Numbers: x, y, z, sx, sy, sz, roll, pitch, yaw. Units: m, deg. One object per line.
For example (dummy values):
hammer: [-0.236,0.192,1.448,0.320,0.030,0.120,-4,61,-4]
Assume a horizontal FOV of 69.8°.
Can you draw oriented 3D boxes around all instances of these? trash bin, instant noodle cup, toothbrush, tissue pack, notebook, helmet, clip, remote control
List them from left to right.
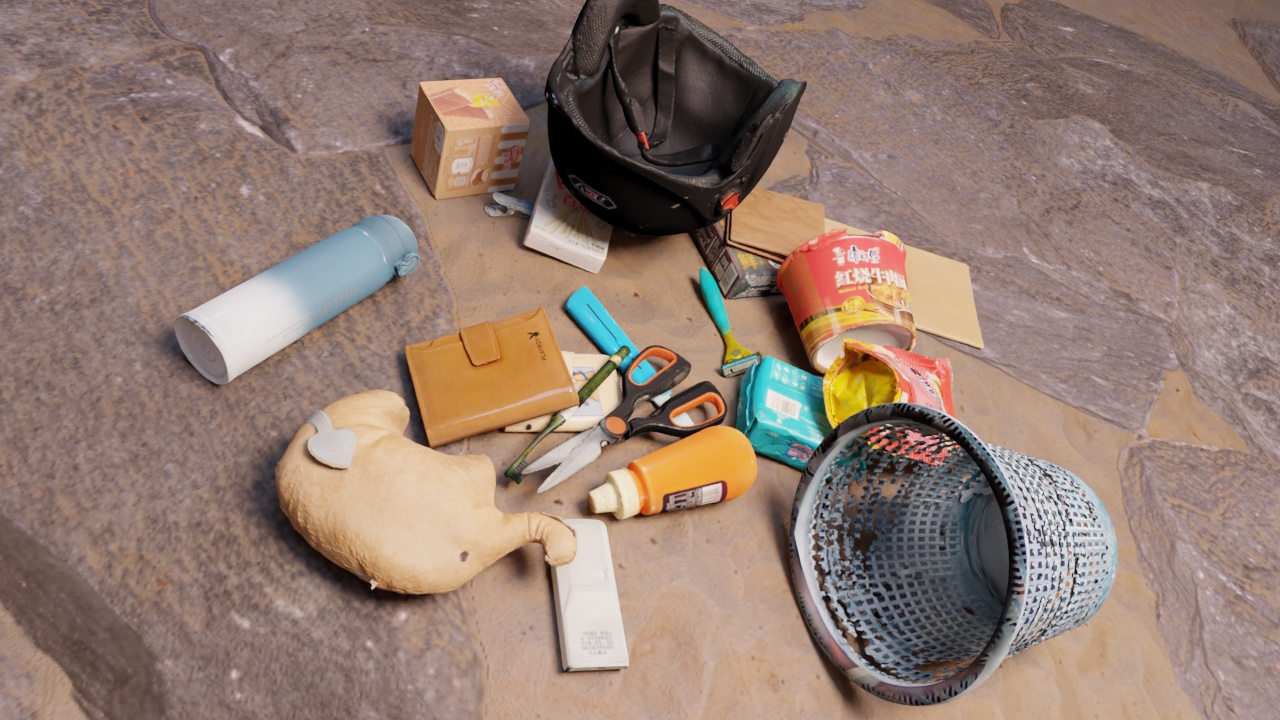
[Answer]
clip: [-0.135,-0.164,0.977,0.056,0.026,0.024,3,55,-32]
toothbrush: [-0.058,0.043,0.805,0.017,0.012,0.185,37,50,6]
remote control: [-0.042,0.180,0.713,0.049,0.024,0.124,3,51,-19]
helmet: [0.019,-0.235,0.922,0.233,0.231,0.273,38,52,10]
tissue pack: [0.159,0.059,0.881,0.133,0.050,0.093,23,45,-4]
instant noodle cup: [0.219,-0.053,0.954,0.137,0.138,0.108,4,59,-19]
notebook: [0.310,-0.096,1.105,0.207,0.008,0.147,17,47,-8]
trash bin: [0.269,0.155,0.751,0.194,0.227,0.226,7,48,-33]

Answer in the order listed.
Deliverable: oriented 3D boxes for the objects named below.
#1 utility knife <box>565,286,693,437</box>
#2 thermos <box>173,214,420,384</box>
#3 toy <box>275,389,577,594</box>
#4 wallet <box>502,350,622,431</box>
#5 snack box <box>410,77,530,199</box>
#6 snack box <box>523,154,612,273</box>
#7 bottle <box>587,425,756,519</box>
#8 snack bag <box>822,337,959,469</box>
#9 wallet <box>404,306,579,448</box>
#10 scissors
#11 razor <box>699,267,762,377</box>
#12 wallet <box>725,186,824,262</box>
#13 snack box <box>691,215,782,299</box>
utility knife: [-0.005,0.005,0.884,0.034,0.018,0.203,-25,65,-37]
thermos: [-0.286,-0.061,0.794,0.070,0.070,0.219,38,48,12]
toy: [-0.161,0.113,0.685,0.226,0.083,0.143,32,55,3]
wallet: [-0.073,0.027,0.835,0.115,0.024,0.087,1,56,-20]
snack box: [-0.181,-0.234,0.967,0.094,0.093,0.077,-14,58,-31]
snack box: [-0.070,-0.167,0.995,0.084,0.027,0.156,21,47,-13]
bottle: [0.025,0.102,0.785,0.149,0.067,0.066,-14,57,-22]
snack bag: [0.261,0.043,0.885,0.207,0.073,0.128,12,59,-46]
wallet: [-0.130,0.013,0.795,0.131,0.031,0.107,-16,56,-11]
scissors: [-0.024,0.047,0.813,0.233,0.022,0.161,-4,51,-29]
razor: [0.085,-0.042,0.954,0.043,0.028,0.132,-21,59,2]
wallet: [0.151,-0.149,1.014,0.115,0.020,0.101,15,50,-10]
snack box: [0.125,-0.131,1.037,0.113,0.053,0.125,-8,60,-27]
